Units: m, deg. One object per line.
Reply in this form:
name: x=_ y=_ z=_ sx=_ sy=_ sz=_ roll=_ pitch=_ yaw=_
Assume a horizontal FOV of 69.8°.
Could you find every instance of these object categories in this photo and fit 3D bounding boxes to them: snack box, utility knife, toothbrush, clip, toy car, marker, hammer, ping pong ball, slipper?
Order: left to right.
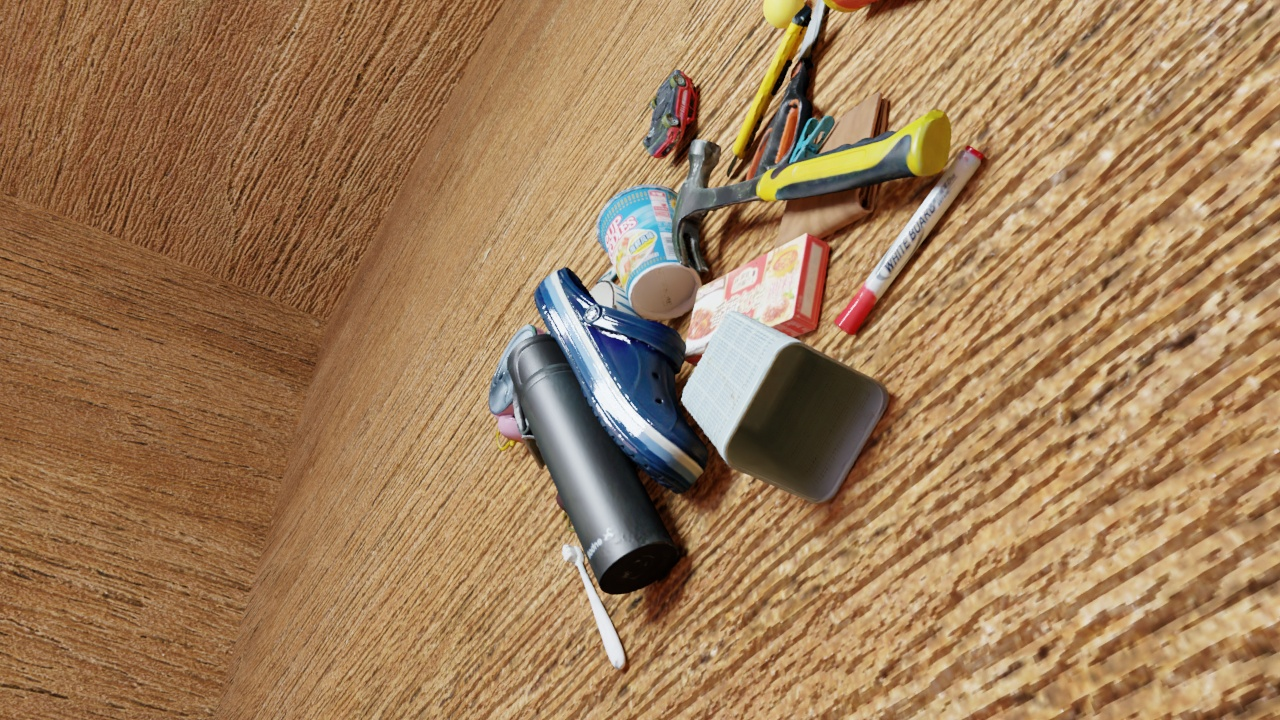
toothbrush: x=-0.075 y=-0.067 z=1.122 sx=0.192 sy=0.018 sz=0.016 roll=-42 pitch=33 yaw=42
toothbrush: x=-0.043 y=0.213 z=0.810 sx=0.016 sy=0.016 sz=0.180 roll=-63 pitch=25 yaw=11
slipper: x=-0.005 y=0.005 z=0.785 sx=0.095 sy=0.105 sz=0.252 roll=-40 pitch=53 yaw=6
toy car: x=0.037 y=-0.280 z=1.052 sx=0.053 sy=0.045 sz=0.120 roll=-39 pitch=30 yaw=49
snack box: x=0.092 y=-0.045 z=0.756 sx=0.153 sy=0.025 sz=0.075 roll=-23 pitch=49 yaw=57
utility knife: x=0.119 y=-0.247 z=0.865 sx=0.033 sy=0.015 sz=0.177 roll=-36 pitch=-25 yaw=-56
ping pong ball: x=0.142 y=-0.349 z=0.907 sx=0.040 sy=0.040 sz=0.040 roll=-45 pitch=31 yaw=38
hammer: x=0.114 y=-0.138 z=0.726 sx=0.324 sy=0.032 sz=0.126 roll=4 pitch=79 yaw=63
clip: x=0.140 y=-0.178 z=0.761 sx=0.055 sy=0.013 sz=0.034 roll=-59 pitch=19 yaw=3
marker: x=0.180 y=-0.079 z=0.619 sx=0.145 sy=0.017 sz=0.017 roll=-57 pitch=26 yaw=20

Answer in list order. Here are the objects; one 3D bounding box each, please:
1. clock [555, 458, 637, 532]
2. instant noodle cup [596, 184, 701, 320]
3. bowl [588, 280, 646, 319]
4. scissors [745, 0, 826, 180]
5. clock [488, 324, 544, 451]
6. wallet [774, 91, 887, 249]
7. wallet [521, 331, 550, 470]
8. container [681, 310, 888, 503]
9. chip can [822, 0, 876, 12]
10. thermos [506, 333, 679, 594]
clock: x=-0.045 y=0.104 z=0.864 sx=0.082 sy=0.055 sz=0.121 roll=-23 pitch=50 yaw=56
instant noodle cup: x=0.014 y=-0.100 z=0.893 sx=0.099 sy=0.099 sz=0.109 roll=-51 pitch=36 yaw=31
bowl: x=-0.030 y=-0.015 z=0.928 sx=0.117 sy=0.066 sz=0.116 roll=-47 pitch=30 yaw=38
scissors: x=0.136 y=-0.251 z=0.856 sx=0.140 sy=0.021 sz=0.234 roll=-50 pitch=22 yaw=46
clock: x=-0.141 y=0.037 z=1.115 sx=0.158 sy=0.059 sz=0.117 roll=-61 pitch=26 yaw=8
wallet: x=0.152 y=-0.147 z=0.734 sx=0.101 sy=0.020 sz=0.115 roll=-26 pitch=43 yaw=57
wallet: x=-0.092 y=0.046 z=0.993 sx=0.107 sy=0.037 sz=0.129 roll=78 pitch=-160 yaw=-62
container: x=0.091 y=0.025 z=0.624 sx=0.090 sy=0.090 sz=0.111 roll=-62 pitch=22 yaw=9
chip can: x=0.218 y=-0.323 z=0.693 sx=0.217 sy=0.073 sz=0.073 roll=17 pitch=84 yaw=65
thermos: x=-0.053 y=0.088 z=0.791 sx=0.090 sy=0.068 sz=0.242 roll=-60 pitch=43 yaw=32
